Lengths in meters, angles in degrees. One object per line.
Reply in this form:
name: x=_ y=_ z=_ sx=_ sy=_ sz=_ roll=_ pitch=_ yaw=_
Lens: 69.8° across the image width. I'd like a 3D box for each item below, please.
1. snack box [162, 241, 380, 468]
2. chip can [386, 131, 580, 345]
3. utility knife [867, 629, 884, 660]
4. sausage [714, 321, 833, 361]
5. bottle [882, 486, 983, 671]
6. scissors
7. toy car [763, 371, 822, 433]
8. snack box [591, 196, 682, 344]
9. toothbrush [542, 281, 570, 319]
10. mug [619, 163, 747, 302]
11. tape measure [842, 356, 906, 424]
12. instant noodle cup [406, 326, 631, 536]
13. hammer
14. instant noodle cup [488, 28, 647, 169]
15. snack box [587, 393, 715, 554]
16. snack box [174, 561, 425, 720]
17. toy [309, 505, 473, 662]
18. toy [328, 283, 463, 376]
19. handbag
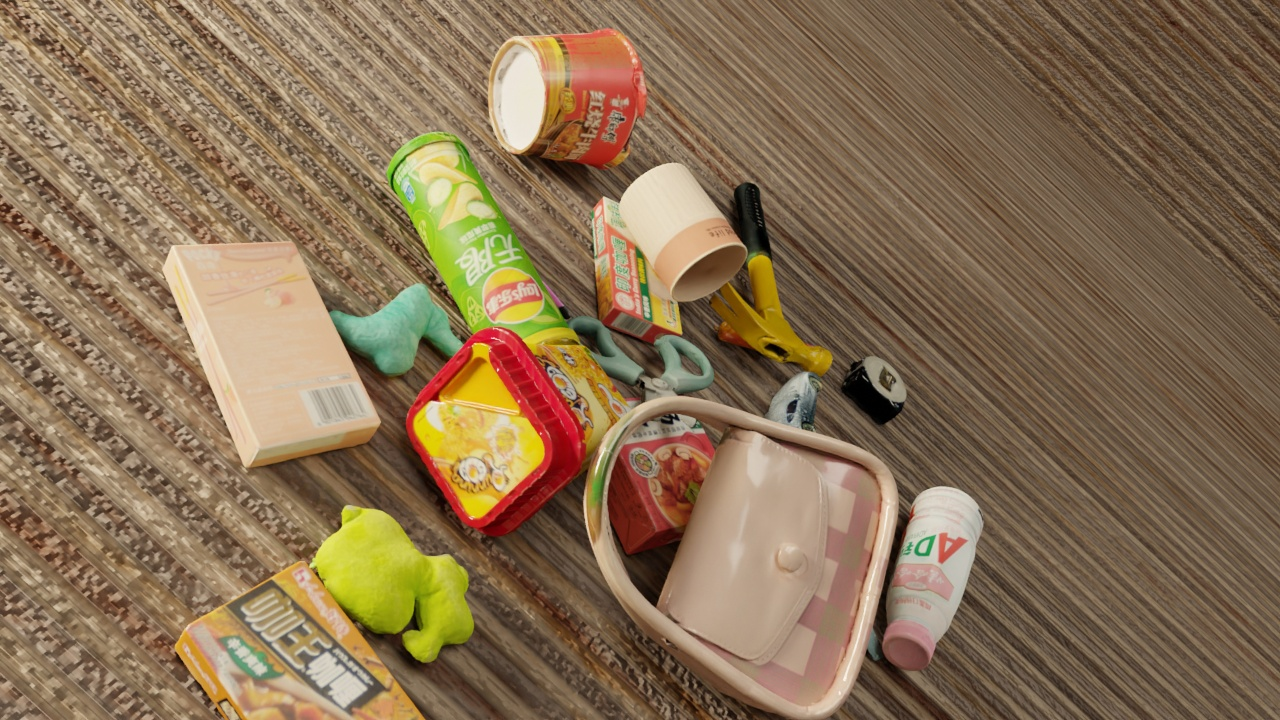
snack box: x=-0.240 y=-0.009 z=0.598 sx=0.084 sy=0.026 sz=0.157 roll=-10 pitch=62 yaw=-46
chip can: x=-0.129 y=-0.084 z=0.732 sx=0.072 sy=0.073 sz=0.221 roll=-10 pitch=61 yaw=-46
utility knife: x=0.158 y=0.159 z=0.749 sx=0.033 sy=0.015 sz=0.216 roll=-39 pitch=107 yaw=-43
sausage: x=0.141 y=-0.015 z=0.952 sx=0.165 sy=0.022 sz=0.021 roll=14 pitch=47 yaw=-33
bottle: x=0.261 y=0.194 z=0.827 sx=0.068 sy=0.068 sz=0.196 roll=43 pitch=40 yaw=-1
scissors: x=-0.008 y=0.004 z=0.755 sx=0.171 sy=0.019 sz=0.176 roll=20 pitch=24 yaw=-2
toy car: x=0.138 y=0.052 z=0.860 sx=0.037 sy=0.054 sz=0.120 roll=39 pitch=37 yaw=-10
snack box: x=-0.006 y=-0.086 z=0.882 sx=0.077 sy=0.027 sz=0.155 roll=20 pitch=43 yaw=-28
toothbrush: x=-0.123 y=-0.107 z=0.808 sx=0.189 sy=0.014 sz=0.017 roll=48 pitch=27 yaw=5
mug: x=0.044 y=-0.118 z=0.878 sx=0.106 sy=0.082 sz=0.114 roll=58 pitch=12 yaw=21
tape measure: x=0.259 y=0.028 z=1.008 sx=0.066 sy=0.034 sz=0.065 roll=42 pitch=38 yaw=-5
instant noodle cup: x=-0.075 y=0.044 z=0.638 sx=0.116 sy=0.116 sz=0.123 roll=54 pitch=27 yaw=14
hammer: x=0.129 y=-0.106 z=0.997 sx=0.128 sy=0.033 sz=0.300 roll=26 pitch=36 yaw=-21
instant noodle cup: x=-0.079 y=-0.259 z=0.902 sx=0.108 sy=0.138 sz=0.138 roll=-9 pitch=61 yaw=-37
snack box: x=0.022 y=0.085 z=0.731 sx=0.126 sy=0.044 sz=0.113 roll=-4 pitch=58 yaw=-45
snack box: x=-0.166 y=0.186 z=0.481 sx=0.153 sy=0.026 sz=0.075 roll=50 pitch=37 yaw=8
toy: x=-0.145 y=0.133 z=0.546 sx=0.100 sy=0.031 sz=0.096 roll=17 pitch=42 yaw=-36
toy: x=-0.169 y=-0.021 z=0.673 sx=0.096 sy=0.030 sz=0.091 roll=44 pitch=39 yaw=-10
handbag: x=0.058 y=0.117 z=0.623 sx=0.234 sy=0.094 sz=0.193 roll=33 pitch=66 yaw=-24
